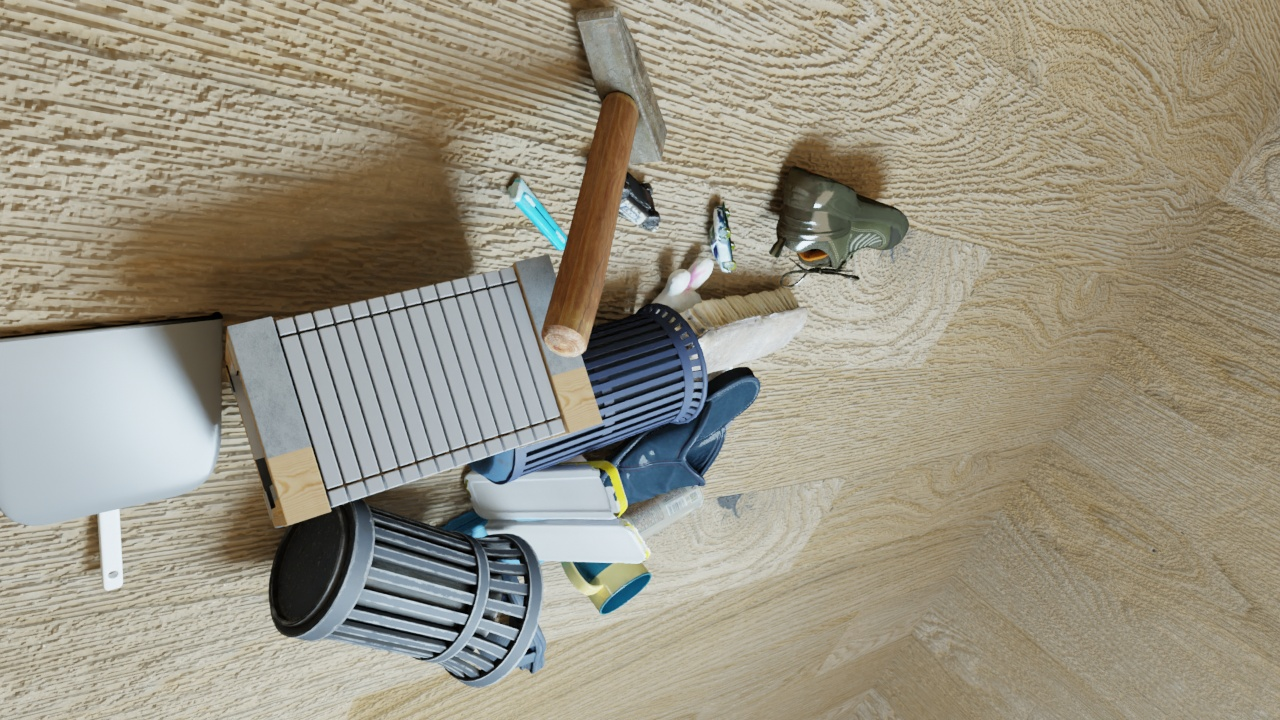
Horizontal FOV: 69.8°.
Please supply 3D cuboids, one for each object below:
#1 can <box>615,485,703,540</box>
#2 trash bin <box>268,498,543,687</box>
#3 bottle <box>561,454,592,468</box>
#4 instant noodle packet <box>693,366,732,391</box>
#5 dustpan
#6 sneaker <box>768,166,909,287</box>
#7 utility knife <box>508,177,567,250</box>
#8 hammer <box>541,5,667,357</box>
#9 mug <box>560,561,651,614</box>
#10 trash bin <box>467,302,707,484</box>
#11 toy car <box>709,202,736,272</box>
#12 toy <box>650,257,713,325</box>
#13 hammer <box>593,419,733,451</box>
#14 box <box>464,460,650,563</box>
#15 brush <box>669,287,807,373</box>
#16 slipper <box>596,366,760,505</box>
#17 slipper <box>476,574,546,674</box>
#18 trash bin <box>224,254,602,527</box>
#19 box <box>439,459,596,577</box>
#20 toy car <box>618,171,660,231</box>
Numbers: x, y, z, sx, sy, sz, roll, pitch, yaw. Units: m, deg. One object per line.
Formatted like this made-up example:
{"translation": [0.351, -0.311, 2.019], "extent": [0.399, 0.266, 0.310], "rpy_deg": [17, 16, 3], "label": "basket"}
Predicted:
{"translation": [0.025, 0.214, 1.310], "extent": [0.135, 0.054, 0.054], "rpy_deg": [-26, 140, -29], "label": "can"}
{"translation": [-0.238, 0.228, 0.927], "extent": [0.227, 0.164, 0.164], "rpy_deg": [30, 100, -41], "label": "trash bin"}
{"translation": [-0.083, 0.125, 1.025], "extent": [0.051, 0.146, 0.051], "rpy_deg": [-29, 141, -26], "label": "bottle"}
{"translation": [0.078, 0.048, 1.208], "extent": [0.134, 0.026, 0.087], "rpy_deg": [-44, 135, -22], "label": "instant noodle packet"}
{"translation": [-0.422, 0.084, 0.729], "extent": [0.162, 0.033, 0.258], "rpy_deg": [-11, 122, -41], "label": "dustpan"}
{"translation": [0.245, -0.141, 1.145], "extent": [0.237, 0.101, 0.143], "rpy_deg": [10, 106, -45], "label": "sneaker"}
{"translation": [-0.093, -0.135, 0.878], "extent": [0.116, 0.015, 0.022], "rpy_deg": [45, 58, -57], "label": "utility knife"}
{"translation": [-0.036, -0.137, 0.755], "extent": [0.158, 0.037, 0.300], "rpy_deg": [62, 32, -54], "label": "hammer"}
{"translation": [-0.057, 0.264, 1.187], "extent": [0.083, 0.107, 0.113], "rpy_deg": [-48, 155, 22], "label": "mug"}
{"translation": [-0.068, 0.034, 0.964], "extent": [0.248, 0.139, 0.139], "rpy_deg": [-18, 135, -34], "label": "trash bin"}
{"translation": [0.093, -0.140, 1.054], "extent": [0.027, 0.038, 0.090], "rpy_deg": [-5, 142, 10], "label": "toy car"}
{"translation": [0.041, -0.064, 1.071], "extent": [0.075, 0.037, 0.126], "rpy_deg": [-21, 144, -40], "label": "toy"}
{"translation": [0.001, 0.110, 1.206], "extent": [0.330, 0.031, 0.119], "rpy_deg": [10, 116, -52], "label": "hammer"}
{"translation": [-0.094, 0.168, 0.998], "extent": [0.034, 0.210, 0.129], "rpy_deg": [-49, 123, -48], "label": "box"}
{"translation": [0.123, -0.038, 1.129], "extent": [0.270, 0.056, 0.083], "rpy_deg": [-15, 144, -51], "label": "brush"}
{"translation": [0.053, 0.119, 1.143], "extent": [0.265, 0.083, 0.109], "rpy_deg": [-37, 148, 4], "label": "slipper"}
{"translation": [-0.175, 0.355, 1.184], "extent": [0.082, 0.101, 0.264], "rpy_deg": [-24, 150, -18], "label": "slipper"}
{"translation": [-0.187, 0.026, 0.743], "extent": [0.246, 0.142, 0.143], "rpy_deg": [-17, 177, -26], "label": "trash bin"}
{"translation": [-0.160, 0.228, 1.151], "extent": [0.231, 0.033, 0.175], "rpy_deg": [-25, 143, -29], "label": "box"}
{"translation": [-0.016, -0.162, 0.907], "extent": [0.041, 0.048, 0.112], "rpy_deg": [-24, 152, 22], "label": "toy car"}
